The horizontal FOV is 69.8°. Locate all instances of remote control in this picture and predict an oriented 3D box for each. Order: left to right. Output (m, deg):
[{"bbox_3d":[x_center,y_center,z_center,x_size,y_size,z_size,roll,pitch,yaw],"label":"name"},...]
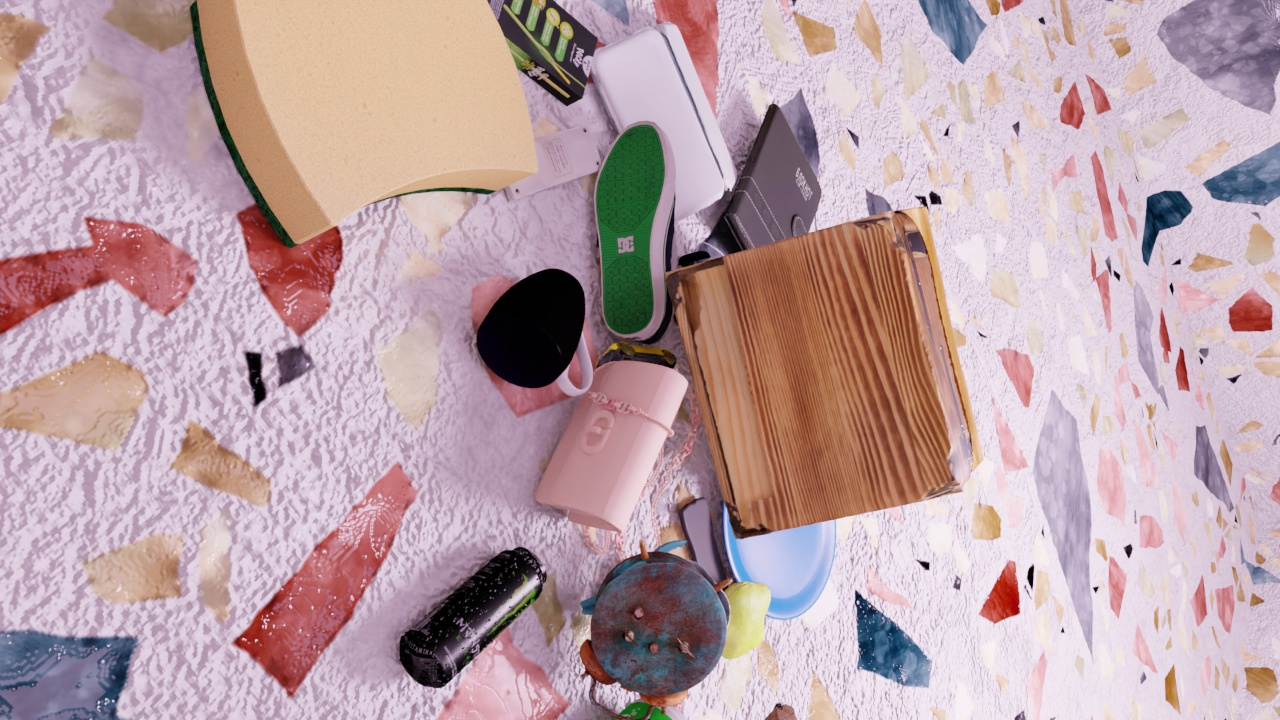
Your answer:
[{"bbox_3d":[-0.092,-0.202,0.930,0.135,0.011,0.050,-31,104,-45],"label":"remote control"},{"bbox_3d":[0.071,0.215,1.014,0.046,0.009,0.124,-22,100,-46],"label":"remote control"}]

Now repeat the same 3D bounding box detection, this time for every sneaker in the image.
[{"bbox_3d":[0.004,-0.132,0.972,0.079,0.084,0.235,22,67,-65],"label":"sneaker"}]

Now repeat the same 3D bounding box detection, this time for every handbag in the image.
[{"bbox_3d":[0.019,0.096,0.886,0.187,0.117,0.198,37,68,-33],"label":"handbag"}]

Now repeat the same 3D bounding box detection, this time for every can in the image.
[{"bbox_3d":[-0.139,0.213,0.770,0.137,0.054,0.054,-37,109,-43],"label":"can"},{"bbox_3d":[-0.016,0.379,0.838,0.139,0.088,0.088,-25,100,-45],"label":"can"}]

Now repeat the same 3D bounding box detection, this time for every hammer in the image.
[{"bbox_3d":[0.038,0.386,0.762,0.052,0.329,0.097,43,35,20],"label":"hammer"}]

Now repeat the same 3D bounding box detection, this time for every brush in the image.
[{"bbox_3d":[-0.216,-0.220,0.760,0.249,0.075,0.195,-28,102,-45],"label":"brush"}]

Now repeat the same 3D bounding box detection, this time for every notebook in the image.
[{"bbox_3d":[0.175,-0.197,1.175,0.169,0.029,0.208,52,51,-39],"label":"notebook"}]

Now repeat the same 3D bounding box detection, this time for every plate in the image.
[{"bbox_3d":[0.163,0.195,1.102,0.224,0.024,0.224,11,74,-44],"label":"plate"}]

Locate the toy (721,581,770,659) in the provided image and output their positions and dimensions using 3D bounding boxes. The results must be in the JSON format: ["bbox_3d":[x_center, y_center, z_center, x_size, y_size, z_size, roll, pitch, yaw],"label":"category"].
[{"bbox_3d":[0.092,0.284,0.992,0.115,0.046,0.092,-4,110,-34],"label":"toy"}]

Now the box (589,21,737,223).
[{"bbox_3d":[0.043,-0.277,1.047,0.185,0.084,0.211,-34,107,-38],"label":"box"}]

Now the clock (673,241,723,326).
[{"bbox_3d":[0.078,-0.077,1.056,0.091,0.043,0.120,24,65,-40],"label":"clock"}]

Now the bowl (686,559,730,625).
[{"bbox_3d":[0.031,0.256,0.921,0.110,0.055,0.110,1,78,-5],"label":"bowl"}]

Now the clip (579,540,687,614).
[{"bbox_3d":[0.017,0.232,0.884,0.119,0.033,0.121,44,79,0],"label":"clip"}]

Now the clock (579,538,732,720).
[{"bbox_3d":[0.008,0.253,0.831,0.121,0.073,0.157,24,87,-3],"label":"clock"}]

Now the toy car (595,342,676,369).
[{"bbox_3d":[-0.006,0.006,0.955,0.106,0.049,0.030,10,32,-46],"label":"toy car"}]

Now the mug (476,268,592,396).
[{"bbox_3d":[-0.082,-0.025,0.852,0.119,0.085,0.100,49,39,-20],"label":"mug"}]

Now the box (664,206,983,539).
[{"bbox_3d":[0.193,0.008,0.919,0.220,0.259,0.279,-15,93,-56],"label":"box"}]

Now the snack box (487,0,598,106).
[{"bbox_3d":[-0.111,-0.334,0.926,0.147,0.025,0.080,30,62,-38],"label":"snack box"}]
